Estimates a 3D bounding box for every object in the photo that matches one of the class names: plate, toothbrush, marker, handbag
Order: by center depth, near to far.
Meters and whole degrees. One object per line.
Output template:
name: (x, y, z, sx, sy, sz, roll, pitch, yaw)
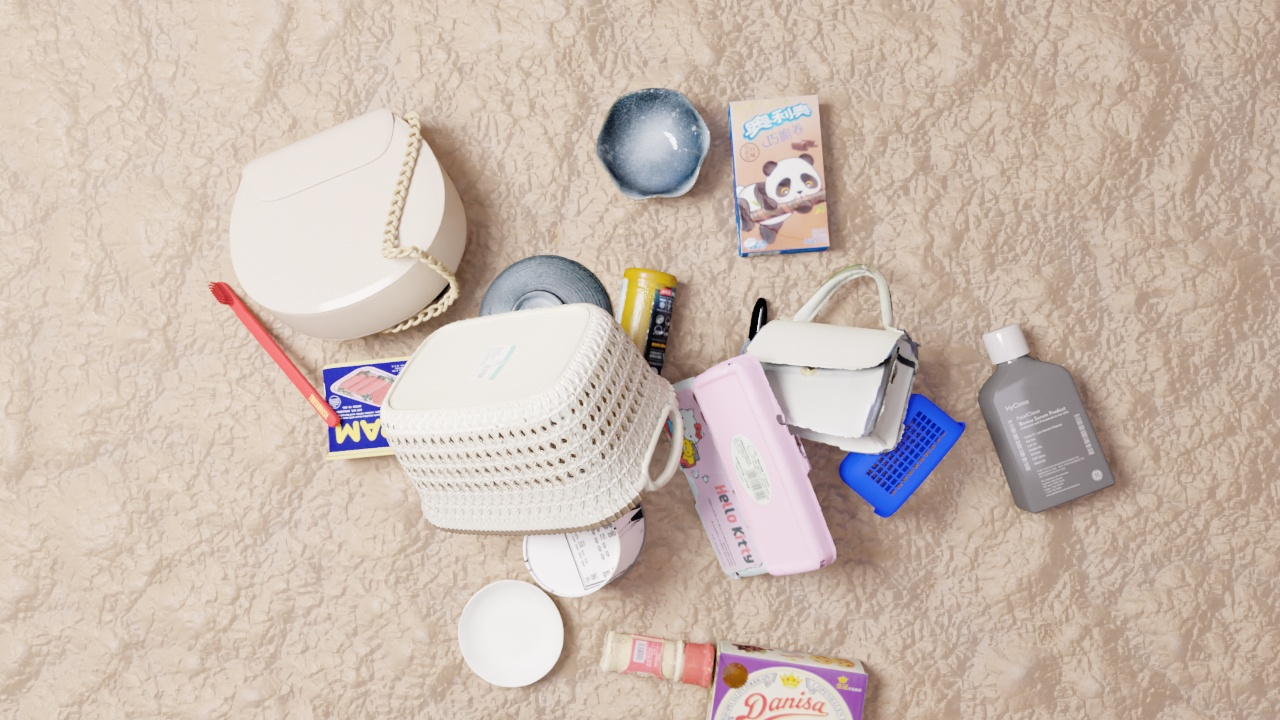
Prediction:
handbag: (0.176, -0.014, 0.846, 0.151, 0.074, 0.175, 11, 76, 41)
handbag: (-0.278, -0.130, 0.864, 0.211, 0.103, 0.208, -22, 66, 2)
toothbrush: (-0.362, -0.009, 0.897, 0.212, 0.017, 0.012, 44, 104, 19)
marker: (0.111, 0.006, 0.905, 0.016, 0.022, 0.138, 8, 88, -2)
plate: (-0.126, 0.267, 0.907, 0.104, 0.026, 0.104, 0, 89, 3)

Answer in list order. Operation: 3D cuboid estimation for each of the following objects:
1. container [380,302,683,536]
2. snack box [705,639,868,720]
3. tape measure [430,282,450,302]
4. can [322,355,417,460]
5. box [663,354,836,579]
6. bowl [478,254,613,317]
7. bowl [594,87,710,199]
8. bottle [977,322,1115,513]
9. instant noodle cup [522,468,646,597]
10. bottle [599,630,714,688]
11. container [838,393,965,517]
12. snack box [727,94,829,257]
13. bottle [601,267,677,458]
container: (-0.101, 0.049, 0.799, 0.247, 0.184, 0.143, -7, 130, 28)
snack box: (0.136, 0.357, 0.887, 0.143, 0.040, 0.148, 8, 89, 2)
tape measure: (-0.219, -0.086, 0.914, 0.061, 0.034, 0.061, 12, 76, 9)
can: (-0.251, 0.046, 0.902, 0.116, 0.056, 0.092, -6, 87, 2)
box: (0.088, 0.106, 0.851, 0.153, 0.038, 0.201, -26, 85, 46)
bowl: (-0.096, -0.039, 0.897, 0.137, 0.057, 0.137, 0, 89, 2)
bowl: (0.012, -0.206, 0.897, 0.110, 0.055, 0.110, 0, 89, 2)
bottle: (0.377, 0.050, 0.881, 0.084, 0.046, 0.174, -21, 88, 2)
instant noodle cup: (-0.058, 0.165, 0.858, 0.123, 0.122, 0.123, 0, 89, 2)
bottle: (0.016, 0.290, 0.893, 0.109, 0.044, 0.044, 7, 89, 3)
container: (0.240, 0.085, 0.863, 0.058, 0.096, 0.114, 40, 90, 7)
snack box: (0.135, -0.180, 0.902, 0.087, 0.034, 0.151, -4, 89, 2)
bottle: (-0.005, 0.005, 0.894, 0.053, 0.053, 0.186, 10, 89, 2)
